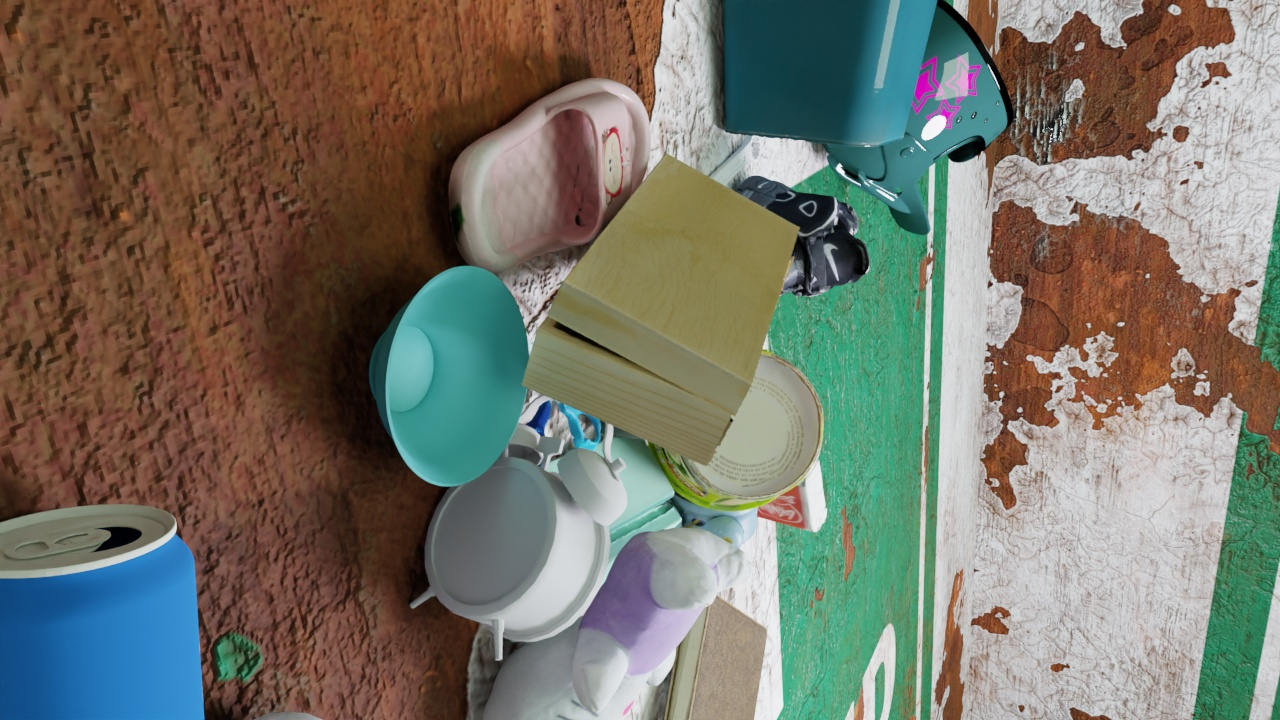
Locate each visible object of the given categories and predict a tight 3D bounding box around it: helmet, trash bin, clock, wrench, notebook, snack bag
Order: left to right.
[{"bbox_3d":[-0.067,0.094,0.559,0.061,0.120,0.159,40,71,-51],"label":"clock"},{"bbox_3d":[0.060,-0.155,0.851,0.272,0.009,0.047,-49,137,-47],"label":"wrench"},{"bbox_3d":[0.060,0.137,0.832,0.124,0.089,0.052,-37,134,-57],"label":"clock"},{"bbox_3d":[0.078,0.351,0.950,0.215,0.034,0.189,50,48,-55],"label":"notebook"},{"bbox_3d":[0.127,0.125,0.925,0.036,0.116,0.077,-46,135,-40],"label":"snack bag"},{"bbox_3d":[0.177,-0.322,0.859,0.196,0.199,0.219,-29,127,-57],"label":"trash bin"},{"bbox_3d":[0.319,-0.288,1.110,0.274,0.200,0.176,39,16,-43],"label":"helmet"}]

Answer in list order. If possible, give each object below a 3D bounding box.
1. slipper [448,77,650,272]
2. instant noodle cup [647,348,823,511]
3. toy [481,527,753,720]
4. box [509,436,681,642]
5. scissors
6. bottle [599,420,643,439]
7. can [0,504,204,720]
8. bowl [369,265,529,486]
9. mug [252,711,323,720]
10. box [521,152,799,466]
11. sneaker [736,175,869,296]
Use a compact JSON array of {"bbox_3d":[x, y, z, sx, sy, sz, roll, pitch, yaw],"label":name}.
[{"bbox_3d":[-0.049,-0.121,0.607,0.220,0.056,0.107,-42,133,-50],"label":"slipper"},{"bbox_3d":[0.080,0.053,0.753,0.098,0.146,0.146,138,-39,-84],"label":"instant noodle cup"},{"bbox_3d":[-0.024,0.196,0.625,0.209,0.085,0.137,-48,163,14],"label":"toy"},{"bbox_3d":[-0.045,0.126,0.696,0.186,0.078,0.112,-18,82,-61],"label":"box"},{"bbox_3d":[-0.064,0.030,0.641,0.126,0.014,0.127,-56,134,-46],"label":"scissors"},{"bbox_3d":[-0.004,0.004,0.711,0.060,0.060,0.108,-2,97,-62],"label":"bottle"},{"bbox_3d":[-0.206,0.134,0.341,0.078,0.079,0.146,-16,109,-60],"label":"can"},{"bbox_3d":[-0.116,0.007,0.516,0.120,0.046,0.121,-20,113,-59],"label":"bowl"},{"bbox_3d":[-0.176,0.226,0.419,0.090,0.076,0.123,58,46,-50],"label":"mug"},{"bbox_3d":[0.029,-0.048,0.619,0.248,0.128,0.092,-60,169,-57],"label":"box"},{"bbox_3d":[0.130,-0.084,0.846,0.251,0.151,0.097,-51,138,-43],"label":"sneaker"}]
